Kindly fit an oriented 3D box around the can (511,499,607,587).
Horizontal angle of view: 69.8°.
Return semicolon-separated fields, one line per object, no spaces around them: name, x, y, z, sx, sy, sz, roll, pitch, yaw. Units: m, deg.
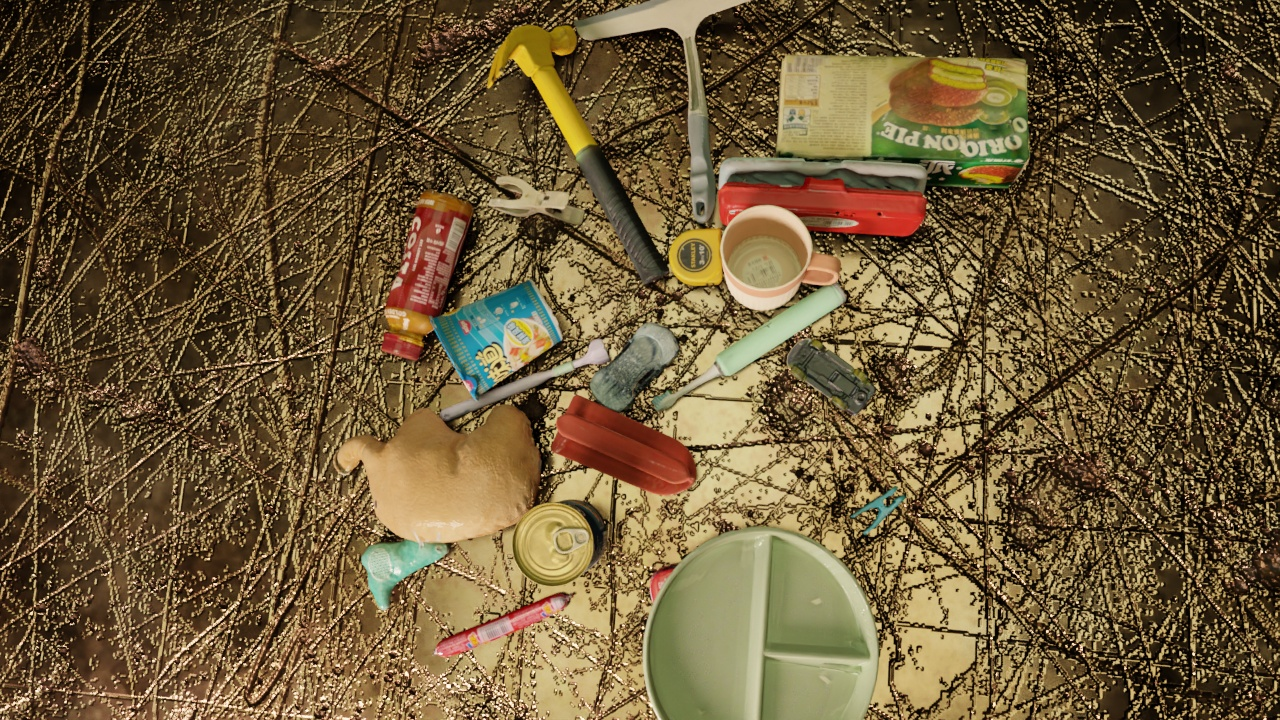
can;-0.075;0.172;0.880;0.075;0.111;0.075;-1;83;5

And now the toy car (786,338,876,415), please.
toy car;0.187;0.016;0.911;0.090;0.035;0.042;38;86;11

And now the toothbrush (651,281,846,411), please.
toothbrush;0.109;-0.011;0.929;0.224;0.026;0.027;-33;42;1

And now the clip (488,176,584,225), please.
clip;-0.111;-0.169;0.974;0.098;0.064;0.034;13;82;15

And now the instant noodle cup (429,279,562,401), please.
instant noodle cup;-0.141;-0.026;0.930;0.110;0.099;0.099;-28;79;-7

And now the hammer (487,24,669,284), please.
hammer;-0.056;-0.216;0.953;0.128;0.033;0.300;-27;86;-42

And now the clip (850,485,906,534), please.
clip;0.234;0.145;0.898;0.056;0.014;0.041;-37;80;2

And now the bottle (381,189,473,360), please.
bottle;-0.227;-0.088;0.962;0.057;0.057;0.174;15;84;8

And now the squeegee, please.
squeegee;0.058;-0.263;0.965;0.247;0.039;0.246;-7;86;23

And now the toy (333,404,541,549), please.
toy;-0.211;0.116;0.922;0.226;0.082;0.143;-3;60;7

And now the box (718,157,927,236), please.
box;0.178;-0.167;0.914;0.201;0.090;0.068;4;83;6

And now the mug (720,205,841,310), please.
mug;0.137;-0.094;0.897;0.114;0.106;0.081;9;83;7

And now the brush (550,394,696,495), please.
brush;-0.013;0.089;0.906;0.146;0.069;0.063;23;86;9

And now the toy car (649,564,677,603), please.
toy car;0.043;0.258;0.888;0.053;0.045;0.120;-14;78;3

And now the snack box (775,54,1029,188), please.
snack box;0.258;-0.240;0.920;0.240;0.063;0.114;3;75;7

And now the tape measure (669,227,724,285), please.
tape measure;0.058;-0.106;0.947;0.057;0.029;0.060;-2;82;5

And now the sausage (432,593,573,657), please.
sausage;-0.138;0.266;0.920;0.156;0.020;0.020;-23;80;3

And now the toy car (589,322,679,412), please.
toy car;-0.006;0.006;0.937;0.049;0.031;0.105;43;87;10

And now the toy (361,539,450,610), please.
toy;-0.242;0.194;0.939;0.092;0.030;0.096;-25;72;-3

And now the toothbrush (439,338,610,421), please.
toothbrush;-0.122;0.023;0.954;0.189;0.021;0.029;-22;112;4

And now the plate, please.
plate;0.112;0.272;0.858;0.230;0.027;0.230;2;80;-11
